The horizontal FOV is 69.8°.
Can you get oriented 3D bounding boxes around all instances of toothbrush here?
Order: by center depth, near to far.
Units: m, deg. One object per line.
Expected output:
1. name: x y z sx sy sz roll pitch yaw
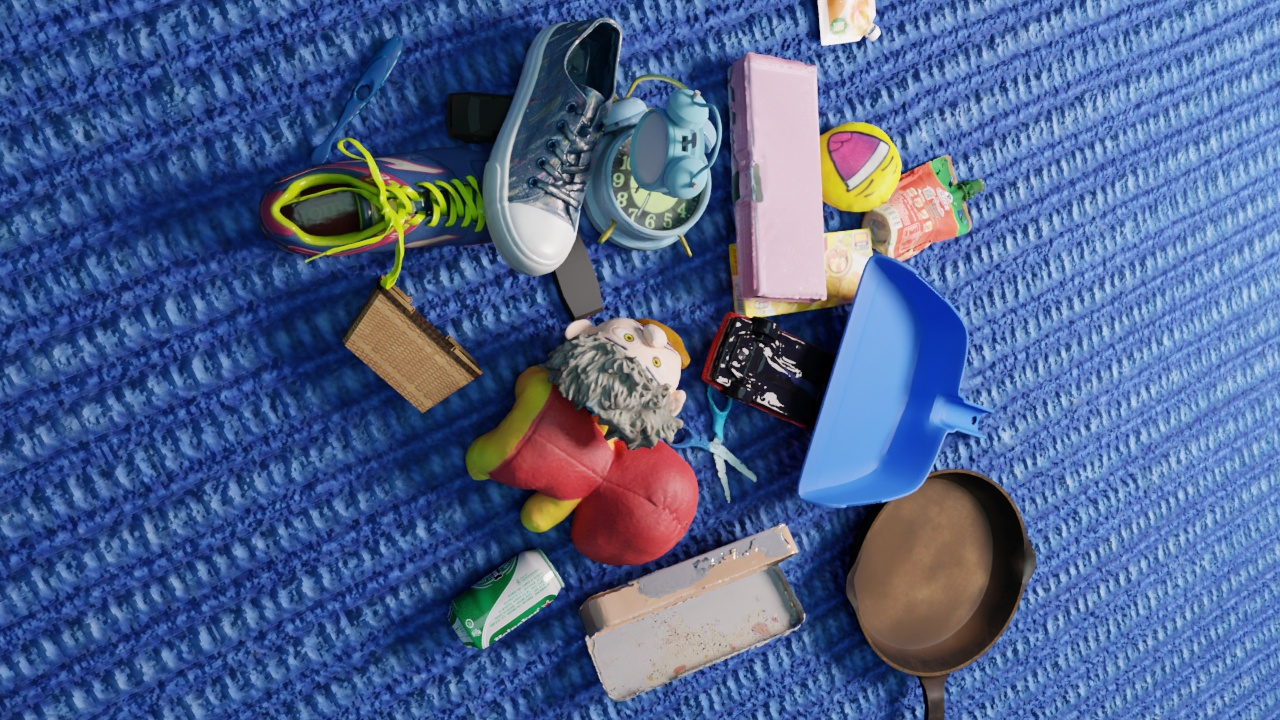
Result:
1. toothbrush: -0.236 -0.216 0.764 0.021 0.016 0.132 34 81 -21

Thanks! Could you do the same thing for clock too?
1. clock: 0.032 -0.174 0.748 0.042 0.123 0.087 1 91 -30
2. clock: 0.009 -0.178 0.837 0.118 0.060 0.162 3 91 -19

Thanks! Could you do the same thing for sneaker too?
1. sneaker: -0.183 -0.122 0.752 0.241 0.091 0.116 -10 96 -20
2. sneaker: -0.067 -0.186 0.762 0.087 0.079 0.235 22 70 -37

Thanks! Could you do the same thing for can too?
1. can: -0.123 0.216 0.831 0.101 0.053 0.053 -33 106 -14

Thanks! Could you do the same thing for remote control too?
1. remote control: -0.067 -0.098 0.842 0.039 0.010 0.125 -22 102 -17

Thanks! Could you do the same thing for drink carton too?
1. drink carton: 0.202 -0.376 0.906 0.069 0.039 0.122 -13 106 -18

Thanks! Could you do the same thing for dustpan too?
1. dustpan: 0.287 0.043 0.950 0.257 0.060 0.245 15 93 -46

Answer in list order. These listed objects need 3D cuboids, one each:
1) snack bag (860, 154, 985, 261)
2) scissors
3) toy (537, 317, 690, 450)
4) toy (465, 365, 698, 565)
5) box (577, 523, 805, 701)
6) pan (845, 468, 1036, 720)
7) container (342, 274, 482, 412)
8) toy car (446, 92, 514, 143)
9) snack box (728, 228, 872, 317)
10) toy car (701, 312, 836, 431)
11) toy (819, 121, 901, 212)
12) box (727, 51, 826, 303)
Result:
1. snack bag: 0.304 -0.162 0.963 0.154 0.044 0.087 -25 97 -22
2. scissors: 0.066 0.090 0.913 0.103 0.015 0.133 -21 107 -21
3. toy: -0.005 0.005 0.806 0.132 0.175 0.076 43 124 -1
4. toy: -0.042 0.106 0.831 0.216 0.099 0.147 35 90 -15
5. box: 0.053 0.229 0.878 0.216 0.095 0.108 -16 136 -19
6. pan: 0.319 0.291 1.011 0.248 0.043 0.356 -1 96 -21
7. container: -0.197 -0.011 0.777 0.061 0.063 0.114 -46 109 -3
8. toy car: -0.121 -0.210 0.796 0.091 0.036 0.042 -1 96 -21
9. snack box: 0.163 -0.088 0.922 0.152 0.025 0.075 -9 98 -20
10. toy car: 0.146 0.017 0.907 0.189 0.056 0.081 23 86 -29
11. toy: 0.213 -0.193 0.915 0.094 0.041 0.095 43 79 5
12. box: 0.131 -0.171 0.881 0.097 0.046 0.232 -2 87 -31
